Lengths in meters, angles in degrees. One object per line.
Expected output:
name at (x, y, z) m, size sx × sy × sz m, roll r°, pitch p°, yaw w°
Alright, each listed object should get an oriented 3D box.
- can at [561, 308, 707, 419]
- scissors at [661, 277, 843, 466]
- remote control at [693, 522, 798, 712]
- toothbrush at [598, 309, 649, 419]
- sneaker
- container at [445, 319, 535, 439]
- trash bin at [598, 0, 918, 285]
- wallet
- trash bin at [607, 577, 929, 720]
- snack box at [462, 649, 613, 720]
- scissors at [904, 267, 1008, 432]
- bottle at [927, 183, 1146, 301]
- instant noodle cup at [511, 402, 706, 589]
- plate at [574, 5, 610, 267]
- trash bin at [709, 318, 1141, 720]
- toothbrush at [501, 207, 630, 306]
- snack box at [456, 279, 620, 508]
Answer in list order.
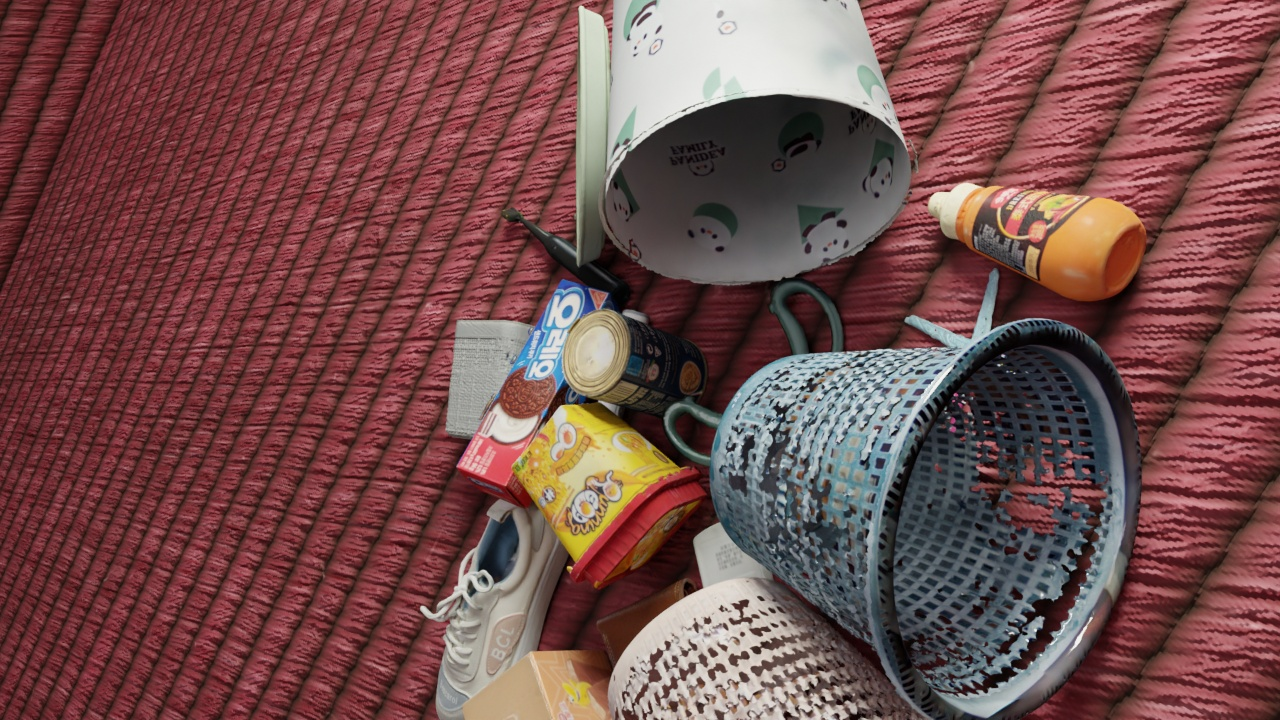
can at (-0.005, 0.005, 0.781) m, size 0.075 × 0.111 × 0.075 m, roll -13°, pitch 70°, yaw 37°
scissors at (0.096, 0.016, 0.742) m, size 0.175 × 0.019 × 0.169 m, roll -2°, pitch 74°, yaw 27°
remote control at (0.082, 0.199, 0.712) m, size 0.058 × 0.021 × 0.150 m, roll -27°, pitch 62°, yaw 30°
toothbrush at (-0.032, 0.062, 0.844) m, size 0.026 × 0.026 × 0.221 m, roll 13°, pitch 86°, yaw 37°
sneaker at (-0.145, 0.235, 0.846) m, size 0.089 × 0.090 × 0.242 m, roll 28°, pitch 96°, yaw 42°
container at (-0.131, 0.025, 0.898) m, size 0.090 × 0.090 × 0.114 m, roll 2°, pitch 81°, yaw 41°
trash bin at (0.076, -0.224, 0.718) m, size 0.230 × 0.229 × 0.251 m, roll -23°, pitch 58°, yaw 33°
wallet at (0.018, 0.252, 0.746) m, size 0.101 × 0.032 × 0.124 m, roll -37°, pitch 56°, yaw 29°
trash bin at (0.083, 0.252, 0.565) m, size 0.228 × 0.227 × 0.192 m, roll -53°, pitch 43°, yaw 15°
snack box at (-0.077, 0.300, 0.768) m, size 0.093 × 0.094 × 0.077 m, roll -42°, pitch 55°, yaw 23°
scissors at (0.237, 0.001, 0.647) m, size 0.133 × 0.017 × 0.136 m, roll 35°, pitch 101°, yaw 45°
bottle at (0.260, -0.090, 0.627) m, size 0.149 × 0.066 × 0.067 m, roll 33°, pitch 99°, yaw 48°
instant noodle cup at (-0.030, 0.104, 0.756) m, size 0.123 × 0.116 × 0.116 m, roll 46°, pitch 108°, yaw 19°
plate at (-0.045, -0.200, 0.838) m, size 0.027 × 0.230 × 0.230 m, roll -1°, pitch 72°, yaw -5°
trash bin at (0.157, 0.080, 0.574) m, size 0.195 × 0.226 × 0.226 m, roll 12°, pitch 85°, yaw 58°
toothbrush at (-0.082, -0.113, 0.936) m, size 0.213 × 0.027 × 0.026 m, roll 39°, pitch 133°, yaw 40°
snack box at (-0.087, 0.026, 0.832) m, size 0.058 × 0.057 × 0.207 m, roll 17°, pitch 67°, yaw 26°
